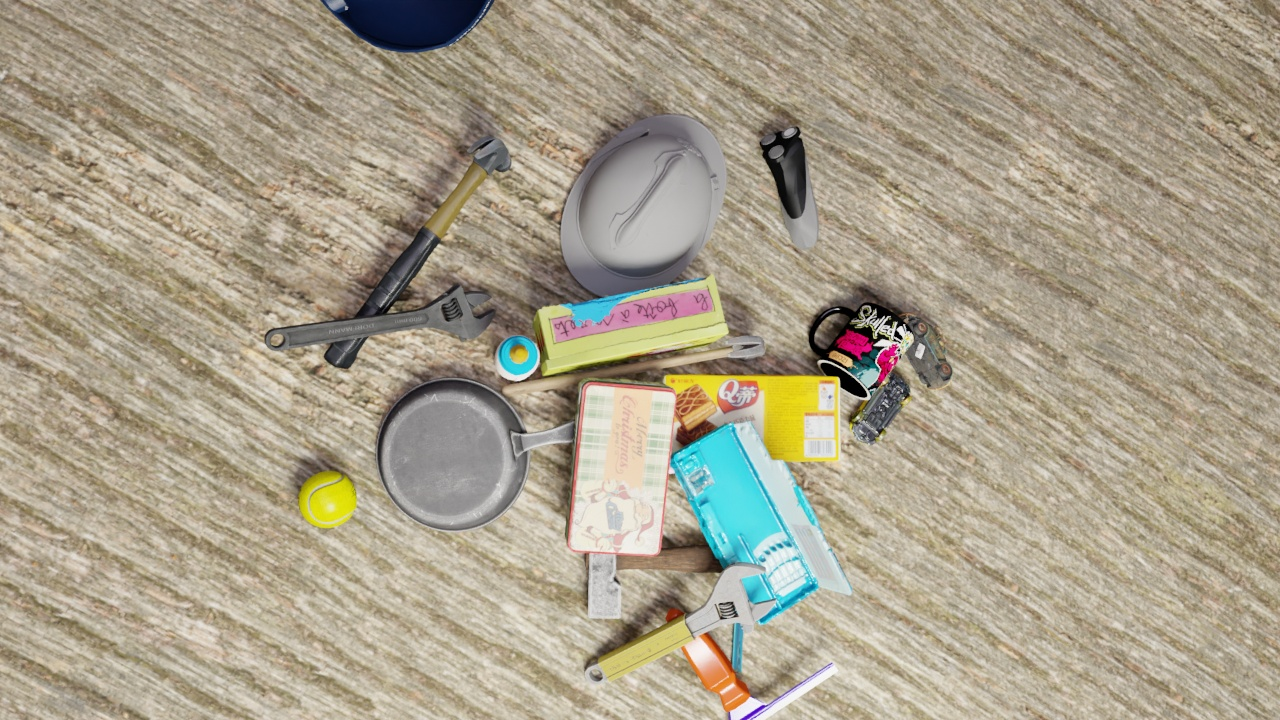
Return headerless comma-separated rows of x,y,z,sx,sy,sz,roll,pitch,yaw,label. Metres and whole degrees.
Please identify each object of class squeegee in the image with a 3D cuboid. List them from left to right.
0.089,0.378,1.133,0.249,0.055,0.185,-35,104,3,squeegee

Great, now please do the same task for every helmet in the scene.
-0.275,-0.491,1.040,0.232,0.223,0.272,-24,121,3,helmet
0.018,-0.204,1.132,0.183,0.118,0.271,36,79,-6,helmet

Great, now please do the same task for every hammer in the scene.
-0.264,-0.130,1.090,0.025,0.118,0.333,36,86,2,hammer
-0.007,0.007,1.135,0.331,0.119,0.030,-8,86,-2,hammer
0.082,0.209,1.141,0.300,0.037,0.217,2,85,-3,hammer

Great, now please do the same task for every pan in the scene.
-0.143,0.098,1.096,0.357,0.055,0.187,-11,92,3,pan

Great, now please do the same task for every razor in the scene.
0.126,0.325,1.168,0.042,0.022,0.144,4,90,-1,razor
0.201,-0.222,1.201,0.057,0.060,0.156,-11,109,30,razor

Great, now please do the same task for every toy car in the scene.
0.316,0.064,1.214,0.049,0.030,0.106,41,78,-7,toy car
0.383,-0.018,1.223,0.047,0.047,0.112,-27,87,-30,toy car

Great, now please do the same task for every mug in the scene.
0.278,-0.022,1.194,0.118,0.082,0.098,35,80,21,mug

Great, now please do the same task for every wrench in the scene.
-0.293,-0.043,1.063,0.272,0.018,0.073,-12,117,-33,wrench
0.042,0.320,1.089,0.274,0.018,0.083,-31,95,19,wrench

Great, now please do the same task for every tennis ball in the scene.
-0.363,0.161,1.066,0.065,0.065,0.065,1,86,-10,tennis ball

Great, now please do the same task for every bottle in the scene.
-0.144,-0.004,1.075,0.051,0.146,0.051,1,86,-10,bottle

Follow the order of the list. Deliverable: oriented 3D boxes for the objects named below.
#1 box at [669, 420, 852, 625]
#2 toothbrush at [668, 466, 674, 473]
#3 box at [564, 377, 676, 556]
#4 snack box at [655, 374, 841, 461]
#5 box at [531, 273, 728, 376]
0.137,0.187,1.057,0.097,0.121,0.227,-28,91,-19,box
0.000,0.137,1.115,0.154,0.015,0.022,-3,122,-5,toothbrush
-0.025,0.125,1.072,0.117,0.049,0.205,6,96,-13,box
0.135,0.073,1.164,0.230,0.062,0.110,1,87,-10,snack box
-0.018,-0.038,1.115,0.220,0.124,0.081,-14,86,-12,box
